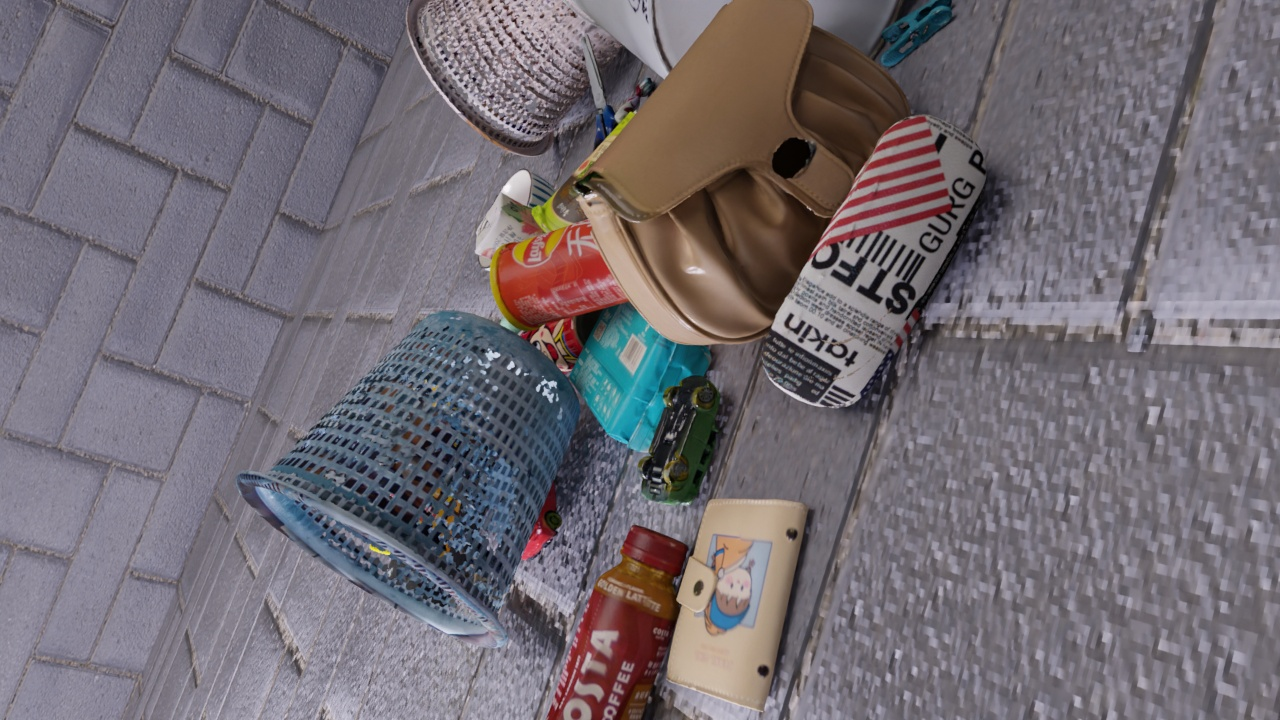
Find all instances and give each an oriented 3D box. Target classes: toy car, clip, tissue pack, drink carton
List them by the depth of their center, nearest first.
[{"bbox_3d":[0.178,-0.214,0.594,0.056,0.014,0.039,-26,49,53],"label":"clip"},{"bbox_3d":[0.029,0.055,0.624,0.043,0.036,0.091,2,72,61],"label":"toy car"},{"bbox_3d":[-0.004,0.004,0.704,0.093,0.050,0.133,-62,28,11],"label":"tissue pack"},{"bbox_3d":[-0.094,0.120,0.794,0.049,0.031,0.106,-46,32,32],"label":"toy car"},{"bbox_3d":[-0.088,-0.104,0.854,0.054,0.122,0.045,-52,29,29],"label":"drink carton"}]

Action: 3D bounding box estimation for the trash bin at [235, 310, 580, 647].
[{"bbox_3d":[-0.153,0.078,0.708,0.227,0.226,0.194,-16,37,55],"label":"trash bin"}]

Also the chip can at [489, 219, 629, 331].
[{"bbox_3d":[-0.007,-0.078,0.669,0.217,0.073,0.073,-13,55,30],"label":"chip can"}]

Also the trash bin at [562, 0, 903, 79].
[{"bbox_3d":[0.055,-0.311,0.673,0.230,0.229,0.251,-54,36,22],"label":"trash bin"}]

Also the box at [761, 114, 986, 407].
[{"bbox_3d":[0.128,-0.051,0.510,0.163,0.076,0.088,-63,1,8],"label":"box"}]

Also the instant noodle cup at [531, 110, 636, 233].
[{"bbox_3d":[-0.012,-0.140,0.776,0.123,0.111,0.111,-52,31,11],"label":"instant noodle cup"}]

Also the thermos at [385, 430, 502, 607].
[{"bbox_3d":[-0.177,0.124,0.908,0.090,0.068,0.242,129,164,-84],"label":"thermos"}]

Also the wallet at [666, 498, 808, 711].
[{"bbox_3d":[0.054,0.137,0.537,0.087,0.024,0.115,-5,66,53],"label":"wallet"}]

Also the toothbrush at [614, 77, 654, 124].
[{"bbox_3d":[-0.004,-0.244,0.864,0.017,0.016,0.187,-40,15,22],"label":"toothbrush"}]

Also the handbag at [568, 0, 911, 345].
[{"bbox_3d":[0.064,-0.111,0.536,0.204,0.148,0.100,-53,13,-13],"label":"handbag"}]

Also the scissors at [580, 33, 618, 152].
[{"bbox_3d":[-0.033,-0.266,0.931,0.108,0.012,0.175,4,94,52],"label":"scissors"}]

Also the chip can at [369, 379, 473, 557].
[{"bbox_3d":[-0.184,0.073,0.835,0.072,0.072,0.213,-3,72,59],"label":"chip can"}]

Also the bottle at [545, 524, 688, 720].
[{"bbox_3d":[-0.018,0.192,0.579,0.057,0.057,0.175,11,79,61],"label":"bottle"}]

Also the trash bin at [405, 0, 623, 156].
[{"bbox_3d":[-0.118,-0.379,1.041,0.193,0.227,0.227,-32,42,28],"label":"trash bin"}]

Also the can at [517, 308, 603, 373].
[{"bbox_3d":[-0.069,-0.016,0.826,0.133,0.053,0.053,-17,55,54],"label":"can"}]

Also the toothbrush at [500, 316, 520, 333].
[{"bbox_3d":[-0.122,-0.040,0.936,0.225,0.027,0.026,-19,75,63],"label":"toothbrush"}]

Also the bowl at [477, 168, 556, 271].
[{"bbox_3d":[-0.121,-0.141,0.995,0.117,0.066,0.116,-39,40,42],"label":"bowl"}]
